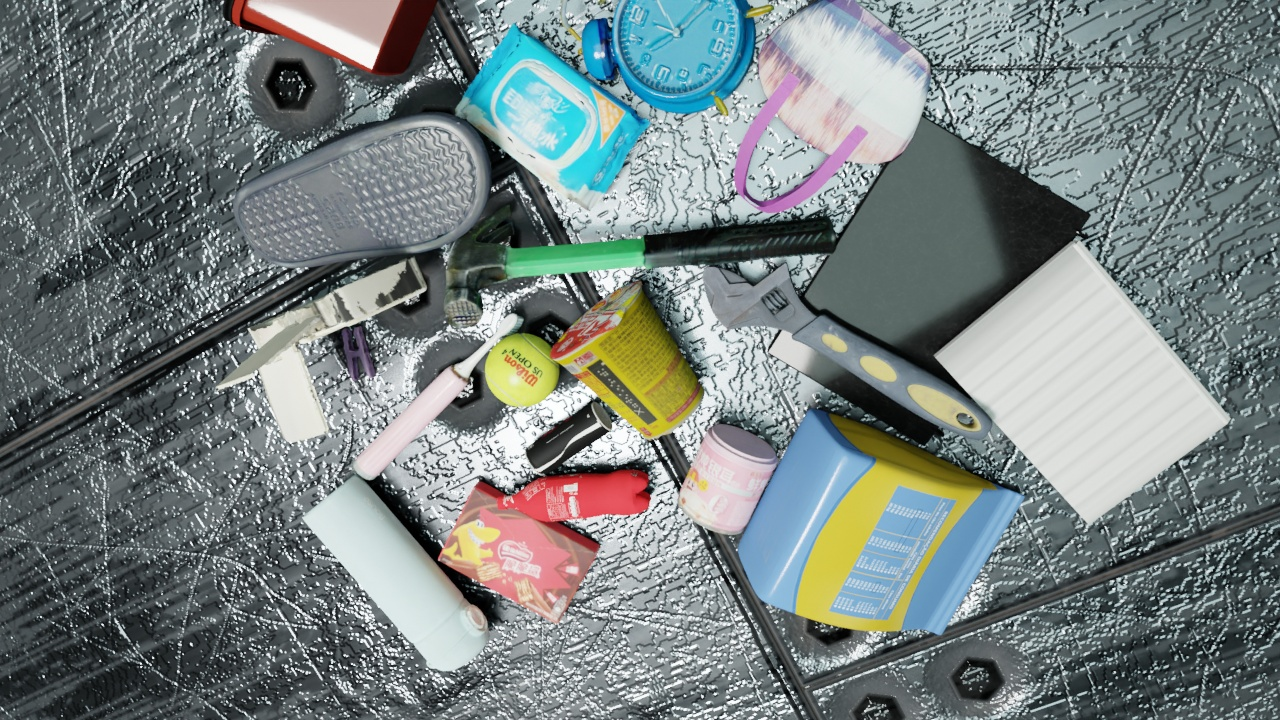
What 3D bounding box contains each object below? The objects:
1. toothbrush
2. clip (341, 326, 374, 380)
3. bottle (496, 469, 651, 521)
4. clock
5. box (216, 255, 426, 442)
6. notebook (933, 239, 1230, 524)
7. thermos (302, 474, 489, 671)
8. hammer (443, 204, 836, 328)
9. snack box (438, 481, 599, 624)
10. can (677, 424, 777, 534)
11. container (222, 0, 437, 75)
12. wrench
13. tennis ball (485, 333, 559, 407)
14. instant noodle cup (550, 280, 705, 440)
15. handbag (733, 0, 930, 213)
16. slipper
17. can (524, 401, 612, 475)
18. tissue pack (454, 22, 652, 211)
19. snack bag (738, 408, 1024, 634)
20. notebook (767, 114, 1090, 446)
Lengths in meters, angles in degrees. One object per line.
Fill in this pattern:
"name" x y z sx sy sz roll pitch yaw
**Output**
"toothbrush" -0.187 0.033 0.851 0.223 0.026 0.027 -42 67 15
"clip" -0.264 -0.007 0.860 0.036 0.013 0.052 -6 100 8
"bottle" -0.062 0.126 0.845 0.141 0.042 0.042 -6 103 6
"clock" 0.015 -0.264 0.730 0.161 0.060 0.117 22 106 4
"box" -0.265 -0.004 0.766 0.145 0.186 0.101 -14 120 40
"notebook" 0.368 0.023 0.764 0.143 0.009 0.210 -42 101 14
"thermos" -0.230 0.207 0.881 0.078 0.065 0.207 -37 96 22
"hammer" 0.001 -0.091 0.761 0.319 0.130 0.032 -5 132 -1
"snack box" -0.117 0.185 0.881 0.133 0.021 0.089 28 106 1
"can" 0.077 0.104 0.810 0.067 0.067 0.076 23 106 2
"container" -0.269 -0.314 0.714 0.201 0.148 0.127 27 105 -9
"wrench" 0.172 -0.009 0.773 0.273 0.022 0.073 31 105 3
"tennis ball" -0.105 0.009 0.813 0.065 0.065 0.065 2 104 8
"instant noodle cup" -0.005 0.005 0.790 0.100 0.100 0.112 -36 107 15
"handbag" 0.139 -0.194 0.735 0.144 0.067 0.170 37 112 -3
"slipper" -0.230 -0.148 0.792 0.269 0.083 0.111 -10 121 27
"can" -0.066 0.072 0.841 0.081 0.031 0.031 -35 97 15
"tissue pack" -0.075 -0.201 0.758 0.144 0.061 0.093 36 106 -1
"snack bag" 0.212 0.151 0.794 0.205 0.102 0.159 20 106 -14
"notebook" 0.240 -0.060 0.771 0.169 0.019 0.232 31 106 1
